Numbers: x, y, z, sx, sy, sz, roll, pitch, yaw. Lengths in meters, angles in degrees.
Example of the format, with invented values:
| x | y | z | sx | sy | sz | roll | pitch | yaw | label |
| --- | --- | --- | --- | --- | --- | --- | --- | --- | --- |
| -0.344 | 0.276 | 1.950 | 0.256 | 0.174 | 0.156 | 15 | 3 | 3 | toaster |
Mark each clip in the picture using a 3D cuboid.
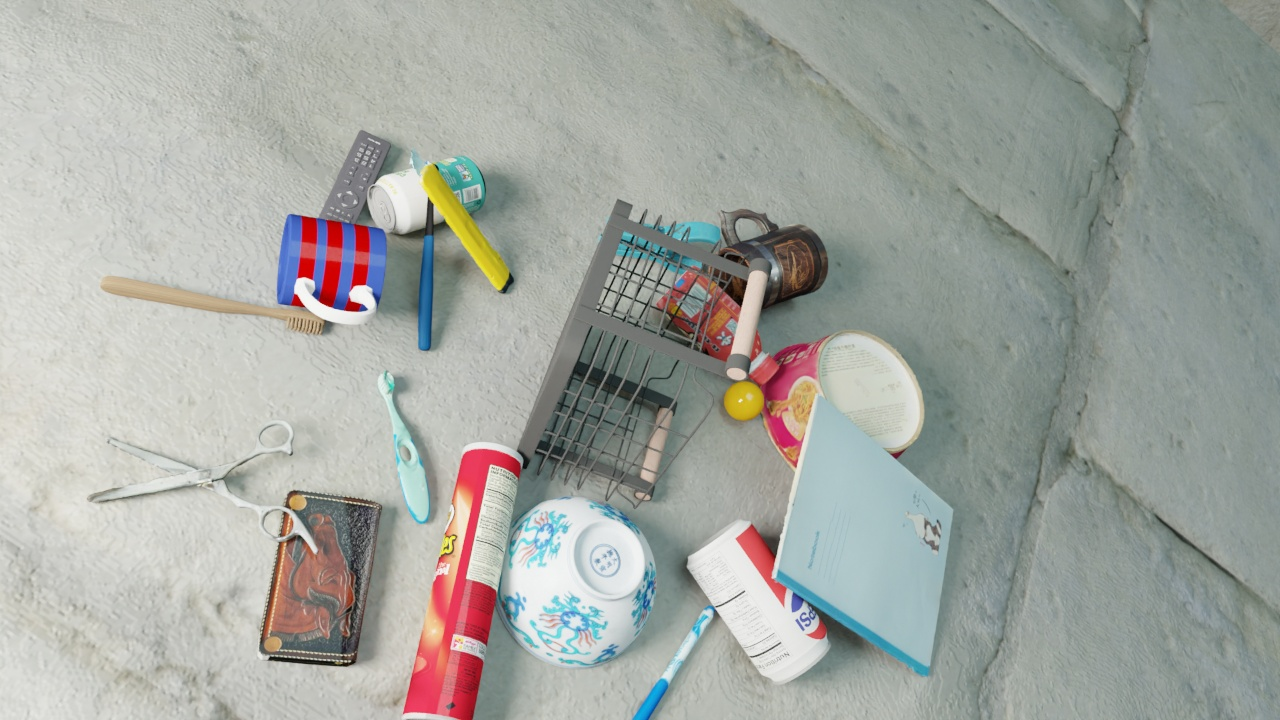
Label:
| x | y | z | sx | sy | sz | roll | pitch | yaw | label |
| --- | --- | --- | --- | --- | --- | --- | --- | --- | --- |
| 0.020 | -0.113 | 0.974 | 0.130 | 0.121 | 0.031 | -4 | 65 | 4 | clip |

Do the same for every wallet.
| x | y | z | sx | sy | sz | roll | pitch | yaw | label |
| --- | --- | --- | --- | --- | --- | --- | --- | --- | --- |
| -0.237 | 0.160 | 0.680 | 0.072 | 0.020 | 0.122 | 11 | 59 | -19 | wallet |

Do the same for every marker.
| x | y | z | sx | sy | sz | roll | pitch | yaw | label |
| --- | --- | --- | --- | --- | --- | --- | --- | --- | --- |
| 0.027 | 0.262 | 0.776 | 0.013 | 0.013 | 0.141 | 44 | 52 | -1 | marker |

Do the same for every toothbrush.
| x | y | z | sx | sy | sz | roll | pitch | yaw | label |
| --- | --- | --- | --- | --- | --- | --- | --- | --- | --- |
| -0.189 | -0.092 | 0.811 | 0.014 | 0.014 | 0.167 | 10 | 81 | -66 | toothbrush |
| -0.195 | 0.070 | 0.755 | 0.022 | 0.017 | 0.135 | -8 | 68 | -33 | toothbrush |
| -0.340 | -0.044 | 0.738 | 0.166 | 0.016 | 0.016 | 11 | 58 | -24 | toothbrush |

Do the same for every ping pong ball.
| x | y | z | sx | sy | sz | roll | pitch | yaw | label |
| --- | --- | --- | --- | --- | --- | --- | --- | --- | --- |
| 0.104 | 0.041 | 0.925 | 0.040 | 0.040 | 0.040 | 13 | 58 | -23 | ping pong ball |

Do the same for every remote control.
| x | y | z | sx | sy | sz | roll | pitch | yaw | label |
| --- | --- | --- | --- | --- | --- | --- | --- | --- | --- |
| -0.266 | -0.154 | 0.841 | 0.032 | 0.015 | 0.136 | 23 | 58 | -17 | remote control |

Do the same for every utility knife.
| x | y | z | sx | sy | sz | roll | pitch | yaw | label |
| --- | --- | --- | --- | --- | --- | --- | --- | --- | --- |
| -0.160 | -0.124 | 0.829 | 0.165 | 0.017 | 0.030 | 61 | 29 | -41 | utility knife |

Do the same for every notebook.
| x | y | z | sx | sy | sz | roll | pitch | yaw | label |
| --- | --- | --- | --- | --- | --- | --- | --- | --- | --- |
| 0.220 | 0.170 | 0.867 | 0.253 | 0.009 | 0.180 | 37 | 59 | -33 | notebook |

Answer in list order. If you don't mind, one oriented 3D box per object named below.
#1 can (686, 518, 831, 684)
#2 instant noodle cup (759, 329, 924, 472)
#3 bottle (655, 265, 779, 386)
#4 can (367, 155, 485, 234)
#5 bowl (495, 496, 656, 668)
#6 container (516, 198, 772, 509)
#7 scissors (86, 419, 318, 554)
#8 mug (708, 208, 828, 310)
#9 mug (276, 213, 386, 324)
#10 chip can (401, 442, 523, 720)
| x | y | z | sx | sy | sz | roll | pitch | yaw | label |
| --- | --- | --- | --- | --- | --- | --- | --- | --- | --- |
| 0.104 | 0.211 | 0.811 | 0.070 | 0.070 | 0.132 | -30 | 81 | -37 | can |
| 0.221 | 0.044 | 0.965 | 0.178 | 0.078 | 0.178 | 14 | 58 | -23 | instant noodle cup |
| 0.084 | -0.031 | 0.940 | 0.137 | 0.062 | 0.061 | 45 | 52 | 0 | bottle |
| -0.197 | -0.154 | 0.854 | 0.101 | 0.055 | 0.055 | -26 | 79 | -37 | can |
| -0.041 | 0.171 | 0.749 | 0.143 | 0.074 | 0.143 | 13 | 58 | -23 | bowl |
| -0.005 | 0.004 | 0.764 | 0.130 | 0.242 | 0.162 | 21 | 55 | -6 | container |
| -0.309 | 0.097 | 0.668 | 0.141 | 0.014 | 0.162 | -32 | 76 | -32 | scissors |
| 0.133 | -0.115 | 0.995 | 0.107 | 0.080 | 0.116 | -21 | 98 | -35 | mug |
| -0.253 | -0.067 | 0.752 | 0.076 | 0.075 | 0.111 | 6 | 36 | -26 | mug |
| -0.135 | 0.171 | 0.711 | 0.051 | 0.052 | 0.214 | 19 | 56 | -19 | chip can |
